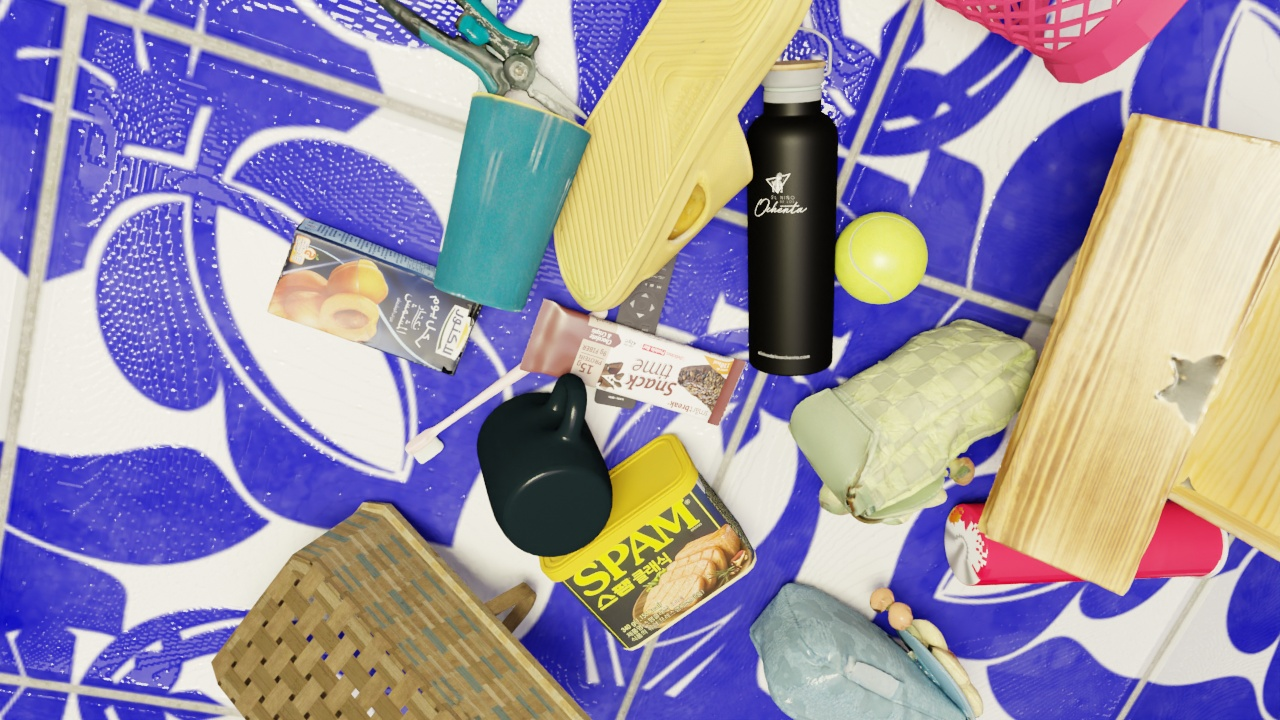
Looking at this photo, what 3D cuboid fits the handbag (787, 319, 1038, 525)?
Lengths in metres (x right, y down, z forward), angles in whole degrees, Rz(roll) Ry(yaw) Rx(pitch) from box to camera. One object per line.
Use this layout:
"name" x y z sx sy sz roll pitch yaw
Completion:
"handbag" 0.211 0.054 0.689 0.186 0.113 0.117 -33 120 2

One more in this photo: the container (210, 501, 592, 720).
"container" -0.155 0.232 0.666 0.250 0.186 0.158 42 101 16

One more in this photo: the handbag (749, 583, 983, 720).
"handbag" 0.193 0.251 0.760 0.192 0.121 0.119 31 104 -15

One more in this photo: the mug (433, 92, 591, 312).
"mug" -0.086 -0.096 0.576 0.078 0.078 0.121 16 95 -16

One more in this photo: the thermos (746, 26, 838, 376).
"thermos" 0.104 -0.107 0.632 0.061 0.061 0.231 -6 112 -8

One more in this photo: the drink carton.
"drink carton" -0.174 -0.042 0.618 0.130 0.040 0.064 20 107 -17

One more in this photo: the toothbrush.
"toothbrush" -0.096 0.018 0.669 0.181 0.015 0.018 -36 120 5

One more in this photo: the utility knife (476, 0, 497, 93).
"utility knife" -0.104 -0.150 0.606 0.022 0.015 0.179 2 107 -12

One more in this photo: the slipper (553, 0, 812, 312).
"slipper" 0.029 -0.148 0.582 0.078 0.099 0.264 -2 134 -48

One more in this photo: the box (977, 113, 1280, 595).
"box" 0.441 0.014 0.598 0.316 0.281 0.279 20 110 26

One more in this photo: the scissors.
"scissors" -0.096 -0.203 0.573 0.128 0.019 0.140 -9 107 1

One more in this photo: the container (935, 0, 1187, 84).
"container" 0.192 -0.288 0.528 0.225 0.183 0.183 17 107 -8

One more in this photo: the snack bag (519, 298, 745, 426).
"snack bag" -0.004 0.004 0.663 0.158 0.013 0.057 17 108 -16

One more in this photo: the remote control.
"remote control" -0.003 -0.030 0.667 0.032 0.015 0.136 11 109 -14

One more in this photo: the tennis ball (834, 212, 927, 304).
"tennis ball" 0.171 -0.073 0.655 0.065 0.065 0.065 -3 111 -9

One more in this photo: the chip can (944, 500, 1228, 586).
"chip can" 0.375 0.153 0.778 0.220 0.069 0.069 0 111 -10

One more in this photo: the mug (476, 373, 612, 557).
"mug" -0.062 0.066 0.642 0.085 0.094 0.122 10 114 -23

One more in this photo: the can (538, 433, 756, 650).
"can" 0.006 0.141 0.705 0.135 0.075 0.104 -36 115 4
